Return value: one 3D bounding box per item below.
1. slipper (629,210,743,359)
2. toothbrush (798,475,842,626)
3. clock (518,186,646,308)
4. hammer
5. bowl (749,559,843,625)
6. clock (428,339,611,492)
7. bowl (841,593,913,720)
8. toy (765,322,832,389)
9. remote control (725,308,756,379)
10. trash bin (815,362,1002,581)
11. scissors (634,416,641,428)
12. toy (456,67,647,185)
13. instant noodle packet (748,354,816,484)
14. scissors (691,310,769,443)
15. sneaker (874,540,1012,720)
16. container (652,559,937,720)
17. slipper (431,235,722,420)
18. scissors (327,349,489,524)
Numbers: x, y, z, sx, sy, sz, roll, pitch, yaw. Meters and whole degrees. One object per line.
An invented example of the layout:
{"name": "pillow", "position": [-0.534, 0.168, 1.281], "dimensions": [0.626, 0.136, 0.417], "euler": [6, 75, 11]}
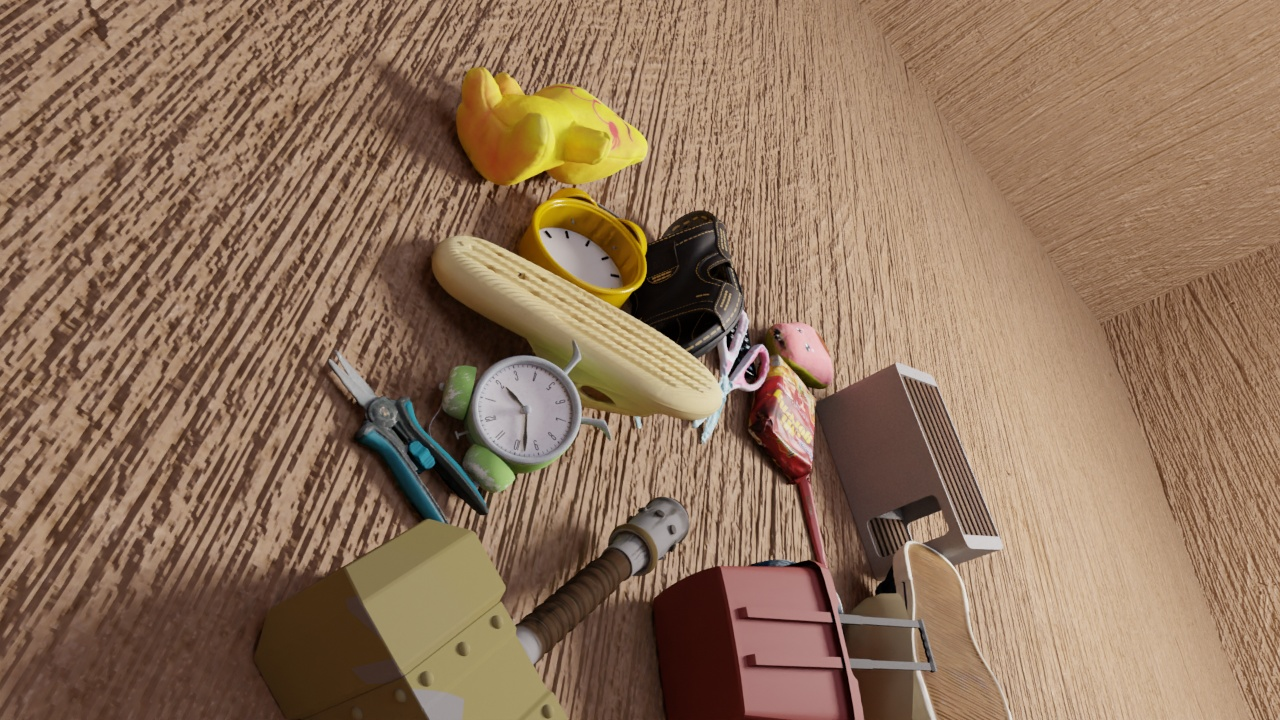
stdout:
{"name": "slipper", "position": [0.037, -0.085, 0.902], "dimensions": [0.076, 0.113, 0.267], "euler": [55, 25, -29]}
{"name": "toothbrush", "position": [0.194, 0.206, 0.968], "dimensions": [0.016, 0.017, 0.189], "euler": [24, 46, -42]}
{"name": "clock", "position": [-0.050, -0.101, 0.838], "dimensions": [0.113, 0.052, 0.151], "euler": [31, 40, -10]}
{"name": "hammer", "position": [-0.052, 0.161, 0.588], "dimensions": [0.190, 0.101, 0.323], "euler": [60, 32, 2]}
{"name": "bowl", "position": [0.149, 0.232, 0.845], "dimensions": [0.114, 0.061, 0.114], "euler": [34, 39, -33]}
{"name": "clock", "position": [-0.092, 0.042, 0.659], "dimensions": [0.119, 0.043, 0.094], "euler": [-15, 78, -23]}
{"name": "bowl", "position": [0.209, 0.290, 0.843], "dimensions": [0.152, 0.050, 0.152], "euler": [6, 88, -85]}
{"name": "toy", "position": [0.191, -0.009, 1.107], "dimensions": [0.109, 0.051, 0.090], "euler": [13, 53, -48]}
{"name": "remote control", "position": [0.101, -0.044, 1.045], "dimensions": [0.047, 0.022, 0.150], "euler": [31, 40, -36]}
{"name": "trash bin", "position": [0.321, 0.136, 1.107], "dimensions": [0.114, 0.115, 0.228], "euler": [14, 53, -48]}
{"name": "scissors", "position": [-0.004, 0.005, 0.870], "dimensions": [0.133, 0.015, 0.135], "euler": [15, 58, -46]}
{"name": "toy", "position": [-0.082, -0.208, 0.861], "dimensions": [0.134, 0.088, 0.193], "euler": [34, 26, 16]}
{"name": "instant noodle packet", "position": [0.161, 0.062, 1.023], "dimensions": [0.098, 0.040, 0.135], "euler": [52, 31, -23]}
{"name": "scissors", "position": [0.082, 0.011, 0.945], "dimensions": [0.178, 0.016, 0.103], "euler": [-45, 117, -44]}
{"name": "sneaker", "position": [0.278, 0.316, 0.905], "dimensions": [0.120, 0.127, 0.293], "euler": [27, 25, -8]}
{"name": "container", "position": [0.121, 0.240, 0.737], "dimensions": [0.200, 0.127, 0.147], "euler": [17, 51, -34]}
{"name": "slipper", "position": [-0.058, -0.007, 0.738], "dimensions": [0.261, 0.079, 0.111], "euler": [30, 19, -8]}
{"name": "scissors", "position": [-0.152, 0.057, 0.611], "dimensions": [0.142, 0.019, 0.127], "euler": [19, 55, -37]}
